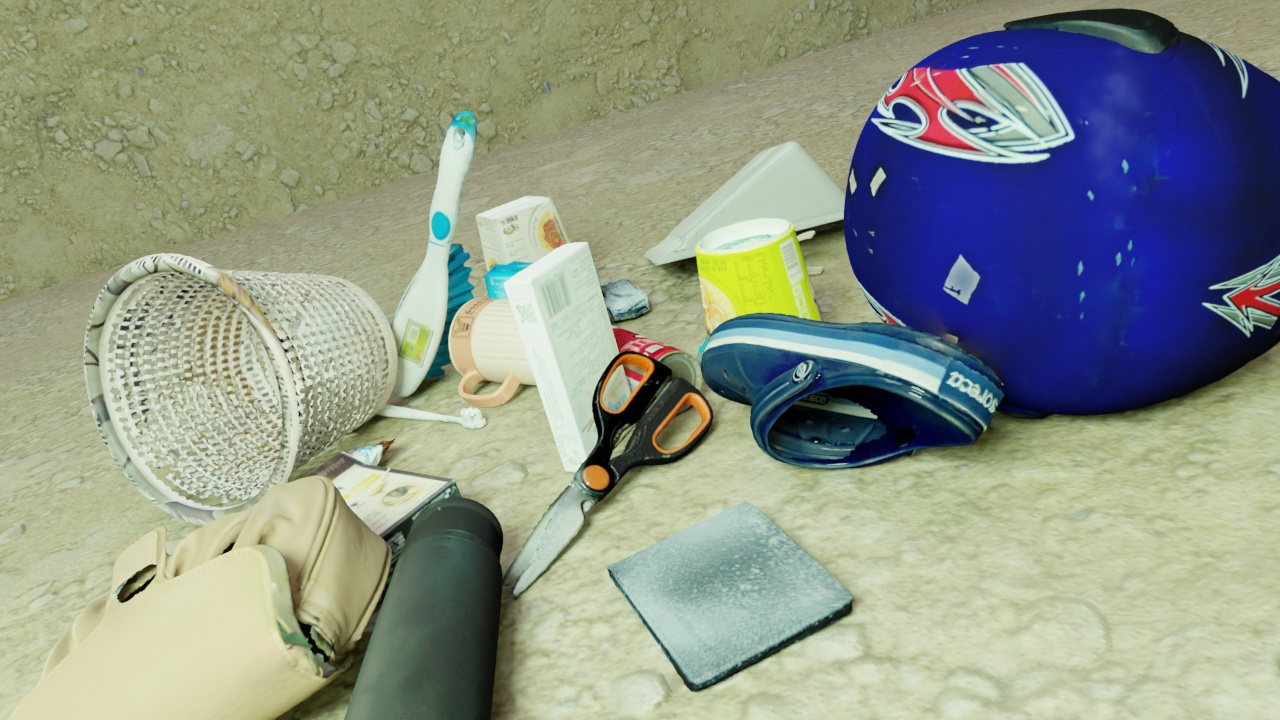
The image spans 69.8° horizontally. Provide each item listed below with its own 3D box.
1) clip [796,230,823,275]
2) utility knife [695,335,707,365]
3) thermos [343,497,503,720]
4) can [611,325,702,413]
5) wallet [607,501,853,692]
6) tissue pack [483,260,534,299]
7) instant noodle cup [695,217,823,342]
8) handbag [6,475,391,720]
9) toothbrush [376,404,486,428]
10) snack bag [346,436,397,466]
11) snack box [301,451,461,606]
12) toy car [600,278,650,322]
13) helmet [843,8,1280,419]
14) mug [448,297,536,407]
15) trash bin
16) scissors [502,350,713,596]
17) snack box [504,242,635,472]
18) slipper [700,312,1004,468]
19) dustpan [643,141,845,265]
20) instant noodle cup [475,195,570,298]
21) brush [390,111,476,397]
[{"bbox_3d":[0.144,-0.110,0.986,0.101,0.074,0.034,-4,24,31],"label":"clip"},{"bbox_3d":[0.089,-0.060,0.896,0.029,0.013,0.218,-6,33,25],"label":"utility knife"},{"bbox_3d":[-0.114,0.163,0.476,0.090,0.068,0.242,-46,17,10],"label":"thermos"},{"bbox_3d":[-0.005,0.005,0.788,0.053,0.053,0.133,-25,23,-23],"label":"can"},{"bbox_3d":[0.045,0.126,0.507,0.097,0.019,0.121,-24,24,-15],"label":"wallet"},{"bbox_3d":[-0.099,-0.057,0.953,0.140,0.090,0.063,4,22,40],"label":"tissue pack"},{"bbox_3d":[0.096,-0.048,0.754,0.112,0.123,0.111,-14,21,5],"label":"instant noodle cup"},{"bbox_3d":[-0.239,0.149,0.493,0.204,0.100,0.147,-35,27,-2],"label":"handbag"},{"bbox_3d":[-0.211,0.049,0.872,0.180,0.016,0.016,3,26,39],"label":"toothbrush"},{"bbox_3d":[-0.249,0.096,0.766,0.045,0.026,0.105,-23,12,41],"label":"snack bag"},{"bbox_3d":[-0.204,0.119,0.641,0.126,0.053,0.113,2,28,37],"label":"snack box"},{"bbox_3d":[-0.024,-0.070,1.018,0.049,0.031,0.105,-21,23,-11],"label":"toy car"},{"bbox_3d":[0.254,-0.104,0.602,0.240,0.248,0.315,1,27,-8],"label":"helmet"},{"bbox_3d":[-0.126,-0.006,0.877,0.106,0.082,0.114,5,55,38],"label":"mug"},{"bbox_3d":[-0.333,0.009,0.819,0.228,0.227,0.191,-6,10,24],"label":"trash bin"},{"bbox_3d":[-0.039,0.069,0.641,0.234,0.022,0.139,-24,67,-36],"label":"scissors"},{"bbox_3d":[-0.048,-0.003,0.695,0.027,0.157,0.084,-3,24,30],"label":"snack box"},{"bbox_3d":[0.123,0.029,0.599,0.095,0.105,0.253,-60,23,-11],"label":"slipper"},{"bbox_3d":[0.151,-0.155,1.082,0.258,0.142,0.222,-43,9,4],"label":"dustpan"},{"bbox_3d":[-0.135,-0.127,1.105,0.116,0.124,0.117,-26,23,-25],"label":"instant noodle cup"},{"bbox_3d":[-0.187,-0.093,0.865,0.060,0.315,0.109,25,26,2],"label":"brush"}]
